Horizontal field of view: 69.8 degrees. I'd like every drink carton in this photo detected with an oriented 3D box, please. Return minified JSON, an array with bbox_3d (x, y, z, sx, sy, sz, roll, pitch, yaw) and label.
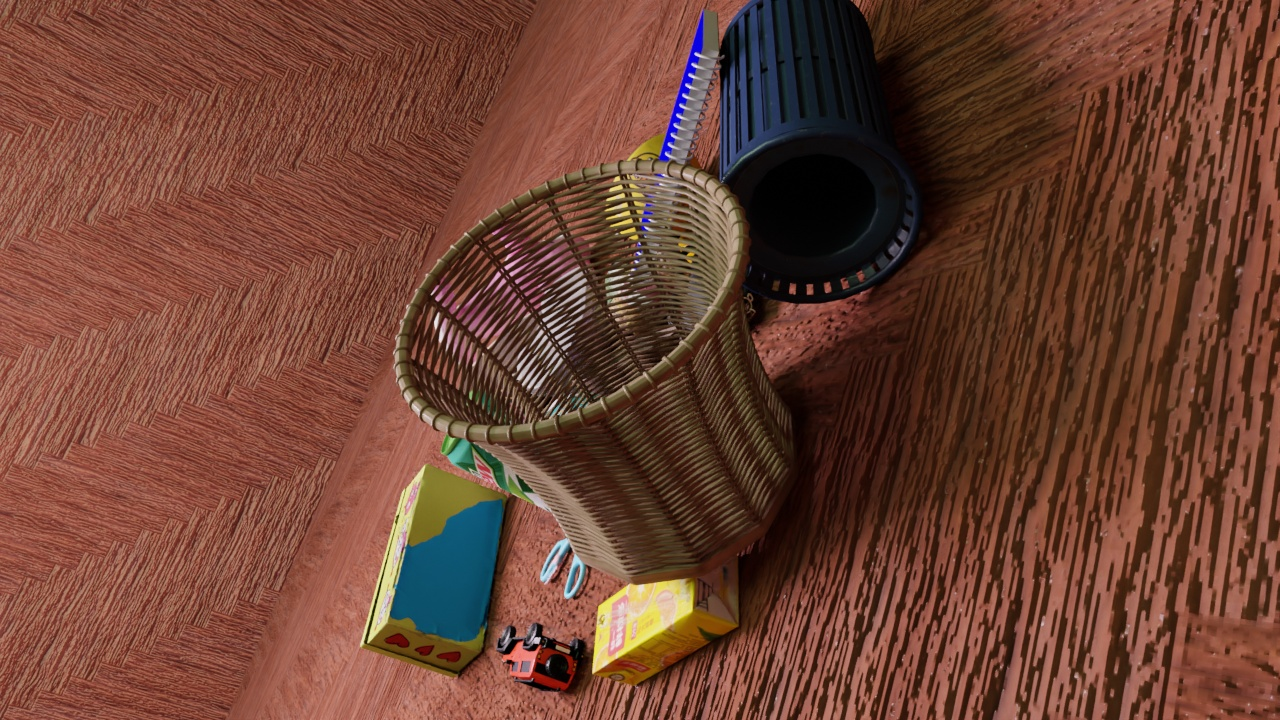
[{"bbox_3d":[0.015,0.185,0.665,0.135,0.043,0.058,-45,29,41],"label":"drink carton"}]

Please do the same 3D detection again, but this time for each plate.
[{"bbox_3d":[-0.155,-0.003,1.189,0.188,0.027,0.189,-41,-10,-9],"label":"plate"}]

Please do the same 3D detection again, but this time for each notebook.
[{"bbox_3d":[0.031,-0.189,0.814,0.171,0.022,0.210,-83,9,-59],"label":"notebook"}]

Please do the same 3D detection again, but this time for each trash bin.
[{"bbox_3d":[0.122,-0.176,0.691,0.140,0.139,0.248,-47,26,38],"label":"trash bin"}]

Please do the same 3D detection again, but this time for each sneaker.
[{"bbox_3d":[-0.068,-0.018,1.020,0.099,0.089,0.235,-30,25,23],"label":"sneaker"}]

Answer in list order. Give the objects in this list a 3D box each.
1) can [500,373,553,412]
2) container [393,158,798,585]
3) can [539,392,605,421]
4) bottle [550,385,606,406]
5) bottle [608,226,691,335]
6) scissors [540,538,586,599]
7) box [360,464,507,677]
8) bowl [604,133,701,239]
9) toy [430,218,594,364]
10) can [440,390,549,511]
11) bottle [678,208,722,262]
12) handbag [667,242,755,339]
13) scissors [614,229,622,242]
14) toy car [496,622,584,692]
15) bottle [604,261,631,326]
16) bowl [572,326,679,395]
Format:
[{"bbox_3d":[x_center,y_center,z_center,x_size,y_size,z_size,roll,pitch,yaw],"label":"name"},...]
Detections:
[{"bbox_3d":[-0.153,0.086,1.125,0.072,0.072,0.128,-31,38,54],"label":"can"},{"bbox_3d":[-0.012,0.017,0.604,0.227,0.196,0.226,-15,44,15],"label":"container"},{"bbox_3d":[-0.033,0.096,0.796,0.099,0.099,0.144,-62,21,6],"label":"can"},{"bbox_3d":[-0.079,0.066,1.000,0.196,0.052,0.052,-36,35,51],"label":"bottle"},{"bbox_3d":[0.015,-0.080,0.941,0.105,0.056,0.056,-58,22,17],"label":"bottle"},{"bbox_3d":[-0.058,0.175,0.888,0.139,0.015,0.118,-61,21,15],"label":"scissors"},{"bbox_3d":[-0.237,0.244,1.080,0.080,0.124,0.220,-46,29,39],"label":"box"},{"bbox_3d":[0.025,-0.174,0.981,0.117,0.067,0.117,-43,-22,-22],"label":"bowl"},{"bbox_3d":[-0.145,-0.091,1.195,0.128,0.187,0.264,15,43,44],"label":"toy"},{"bbox_3d":[-0.121,0.093,0.934,0.083,0.144,0.083,-53,18,25],"label":"can"},{"bbox_3d":[0.093,-0.143,0.849,0.144,0.043,0.043,-44,29,42],"label":"bottle"},{"bbox_3d":[0.071,-0.065,0.802,0.079,0.054,0.128,-35,33,45],"label":"handbag"},{"bbox_3d":[-0.019,-0.228,1.243,0.140,0.015,0.188,-28,41,59],"label":"scissors"},{"bbox_3d":[-0.091,0.264,0.810,0.100,0.051,0.048,-29,39,55],"label":"toy car"},{"bbox_3d":[-0.019,-0.081,1.042,0.041,0.041,0.115,-54,24,25],"label":"bottle"},{"bbox_3d":[-0.005,0.005,0.879,0.119,0.032,0.119,-27,8,4],"label":"bowl"}]
